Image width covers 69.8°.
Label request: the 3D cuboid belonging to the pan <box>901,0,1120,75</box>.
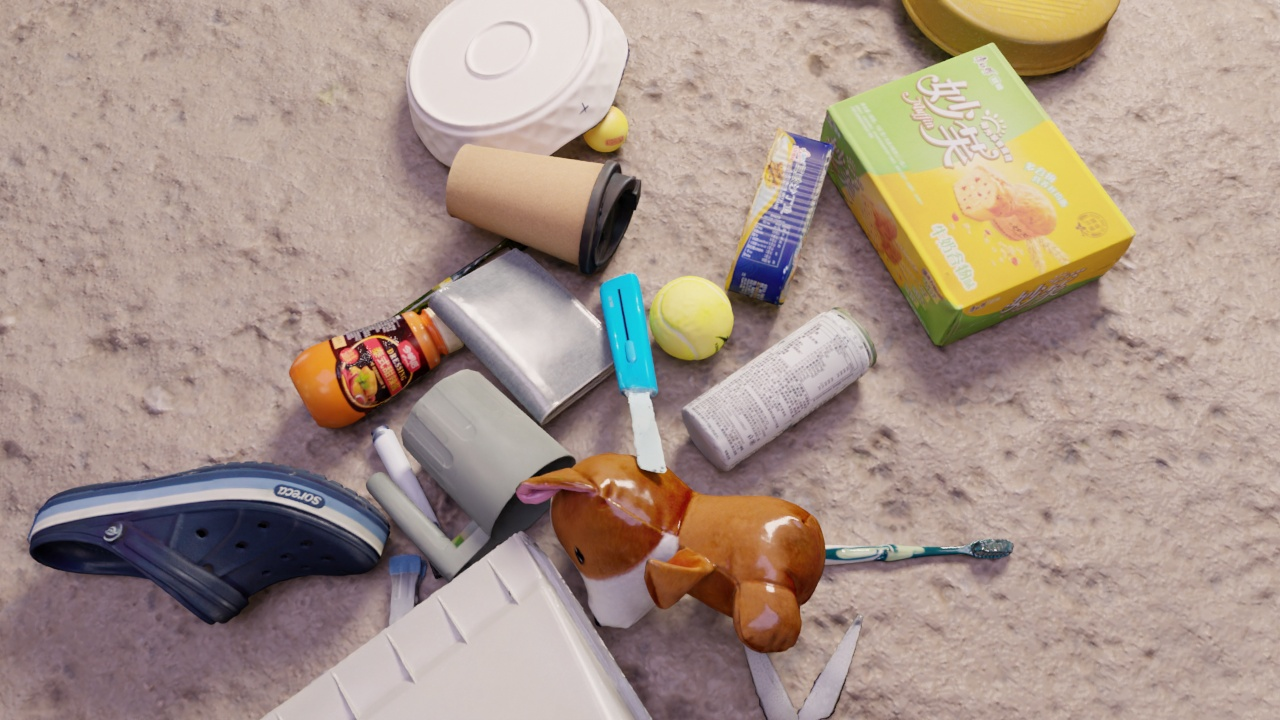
[{"bbox_3d":[0.255,-0.354,0.846,0.357,0.078,0.197,10,66,0],"label":"pan"}]

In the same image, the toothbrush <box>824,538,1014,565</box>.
[{"bbox_3d":[0.173,0.138,0.661,0.191,0.018,0.016,-2,68,2],"label":"toothbrush"}]

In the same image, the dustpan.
[{"bbox_3d":[-0.078,0.288,0.566,0.222,0.143,0.258,-35,54,-14],"label":"dustpan"}]

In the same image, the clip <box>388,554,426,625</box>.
[{"bbox_3d":[-0.171,0.171,0.667,0.025,0.036,0.057,-2,64,0],"label":"clip"}]

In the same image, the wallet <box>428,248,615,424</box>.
[{"bbox_3d":[-0.085,-0.022,0.720,0.129,0.037,0.106,44,51,11],"label":"wallet"}]

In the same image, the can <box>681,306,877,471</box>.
[{"bbox_3d":[0.104,0.021,0.691,0.146,0.058,0.058,-34,70,-11],"label":"can"}]

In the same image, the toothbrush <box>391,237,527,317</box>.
[{"bbox_3d":[-0.166,-0.054,0.761,0.185,0.012,0.017,-37,81,-12],"label":"toothbrush"}]

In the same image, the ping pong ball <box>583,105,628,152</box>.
[{"bbox_3d":[-0.031,-0.202,0.799,0.040,0.040,0.040,-1,68,2],"label":"ping pong ball"}]

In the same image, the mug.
[{"bbox_3d":[-0.126,0.082,0.666,0.103,0.084,0.123,41,77,19],"label":"mug"}]

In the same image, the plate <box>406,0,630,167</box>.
[{"bbox_3d":[-0.115,-0.259,0.803,0.205,0.045,0.204,-7,64,15],"label":"plate"}]

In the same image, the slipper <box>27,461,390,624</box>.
[{"bbox_3d":[-0.308,0.133,0.640,0.253,0.105,0.095,-2,60,5],"label":"slipper"}]

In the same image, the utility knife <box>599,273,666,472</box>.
[{"bbox_3d":[-0.004,0.004,0.672,0.034,0.018,0.222,-10,40,-2],"label":"utility knife"}]

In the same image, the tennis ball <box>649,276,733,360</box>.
[{"bbox_3d":[0.039,-0.032,0.712,0.065,0.065,0.065,-1,68,2],"label":"tennis ball"}]

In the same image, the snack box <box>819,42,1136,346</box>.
[{"bbox_3d":[0.261,-0.137,0.741,0.157,0.070,0.210,-23,69,-6],"label":"snack box"}]

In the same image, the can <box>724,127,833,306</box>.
[{"bbox_3d":[0.112,-0.116,0.739,0.049,0.075,0.148,18,70,6],"label":"can"}]

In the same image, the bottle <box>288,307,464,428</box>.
[{"bbox_3d":[-0.195,-0.005,0.719,0.149,0.067,0.066,-29,69,-16],"label":"bottle"}]

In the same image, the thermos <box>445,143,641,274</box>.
[{"bbox_3d":[-0.079,-0.128,0.740,0.143,0.093,0.093,16,69,6],"label":"thermos"}]

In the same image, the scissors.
[{"bbox_3d":[0.101,0.281,0.604,0.232,0.022,0.221,-38,71,-11],"label":"scissors"}]

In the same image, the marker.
[{"bbox_3d":[-0.172,0.106,0.692,0.022,0.018,0.130,-23,68,-27],"label":"marker"}]

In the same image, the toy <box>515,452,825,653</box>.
[{"bbox_3d":[0.018,0.127,0.612,0.200,0.140,0.130,25,80,16],"label":"toy"}]
